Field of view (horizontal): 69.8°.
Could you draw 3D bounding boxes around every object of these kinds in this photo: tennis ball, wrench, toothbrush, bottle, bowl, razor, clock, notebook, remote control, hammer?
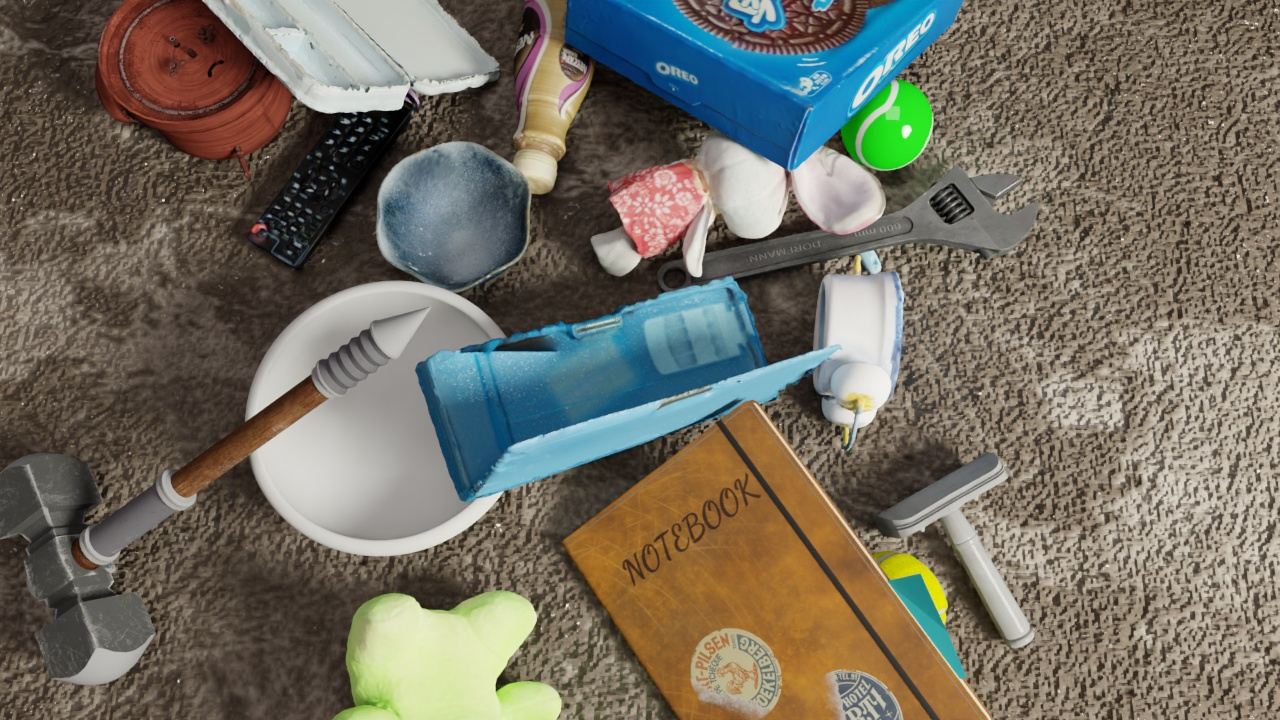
[{"bbox_3d":[0.179,-0.172,0.670,0.065,0.065,0.065,0,74,-1],"label":"tennis ball"},{"bbox_3d":[0.146,-0.085,0.656,0.273,0.018,0.073,-12,75,3],"label":"wrench"},{"bbox_3d":[0.136,-0.130,0.684,0.022,0.016,0.155,-24,77,-18],"label":"toothbrush"},{"bbox_3d":[-0.066,-0.204,0.677,0.059,0.060,0.166,8,76,1],"label":"bottle"},{"bbox_3d":[-0.127,-0.093,0.646,0.110,0.055,0.110,0,74,-1],"label":"bowl"},{"bbox_3d":[0.220,0.132,0.601,0.088,0.047,0.116,-27,84,-9],"label":"razor"},{"bbox_3d":[-0.327,-0.214,0.667,0.158,0.072,0.120,31,76,6],"label":"clock"},{"bbox_3d":[0.144,-0.002,0.610,0.052,0.089,0.125,4,72,5],"label":"clock"},{"bbox_3d":[0.086,0.165,0.560,0.179,0.014,0.249,-39,77,16],"label":"notebook"},{"bbox_3d":[0.158,0.154,0.578,0.065,0.065,0.065,0,74,-1],"label":"tennis ball"},{"bbox_3d":[-0.224,-0.136,0.675,0.047,0.022,0.150,31,78,7],"label":"remote control"},{"bbox_3d":[-0.249,0.058,0.546,0.323,0.043,0.156,-33,77,14],"label":"hammer"},{"bbox_3d":[-0.159,0.040,0.602,0.176,0.066,0.176,0,74,-1],"label":"bowl"}]

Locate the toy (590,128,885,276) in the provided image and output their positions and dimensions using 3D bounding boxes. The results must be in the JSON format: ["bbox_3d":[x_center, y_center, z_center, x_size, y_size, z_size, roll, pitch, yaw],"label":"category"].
[{"bbox_3d":[0.055,-0.116,0.634,0.194,0.084,0.159,-27,51,3],"label":"toy"}]

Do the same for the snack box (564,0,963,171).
[{"bbox_3d":[0.095,-0.254,0.648,0.195,0.056,0.238,35,59,18],"label":"snack box"}]

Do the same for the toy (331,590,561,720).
[{"bbox_3d":[-0.109,0.235,0.530,0.150,0.107,0.196,11,65,-44],"label":"toy"}]

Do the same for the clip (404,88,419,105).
[{"bbox_3d":[-0.194,-0.209,0.700,0.043,0.014,0.051,-20,74,-7],"label":"clip"}]

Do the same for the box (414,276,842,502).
[{"bbox_3d":[-0.002,0.003,0.550,0.231,0.112,0.094,-15,82,-29],"label":"box"}]

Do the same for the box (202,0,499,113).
[{"bbox_3d":[-0.225,-0.257,0.658,0.209,0.045,0.190,44,38,9],"label":"box"}]
